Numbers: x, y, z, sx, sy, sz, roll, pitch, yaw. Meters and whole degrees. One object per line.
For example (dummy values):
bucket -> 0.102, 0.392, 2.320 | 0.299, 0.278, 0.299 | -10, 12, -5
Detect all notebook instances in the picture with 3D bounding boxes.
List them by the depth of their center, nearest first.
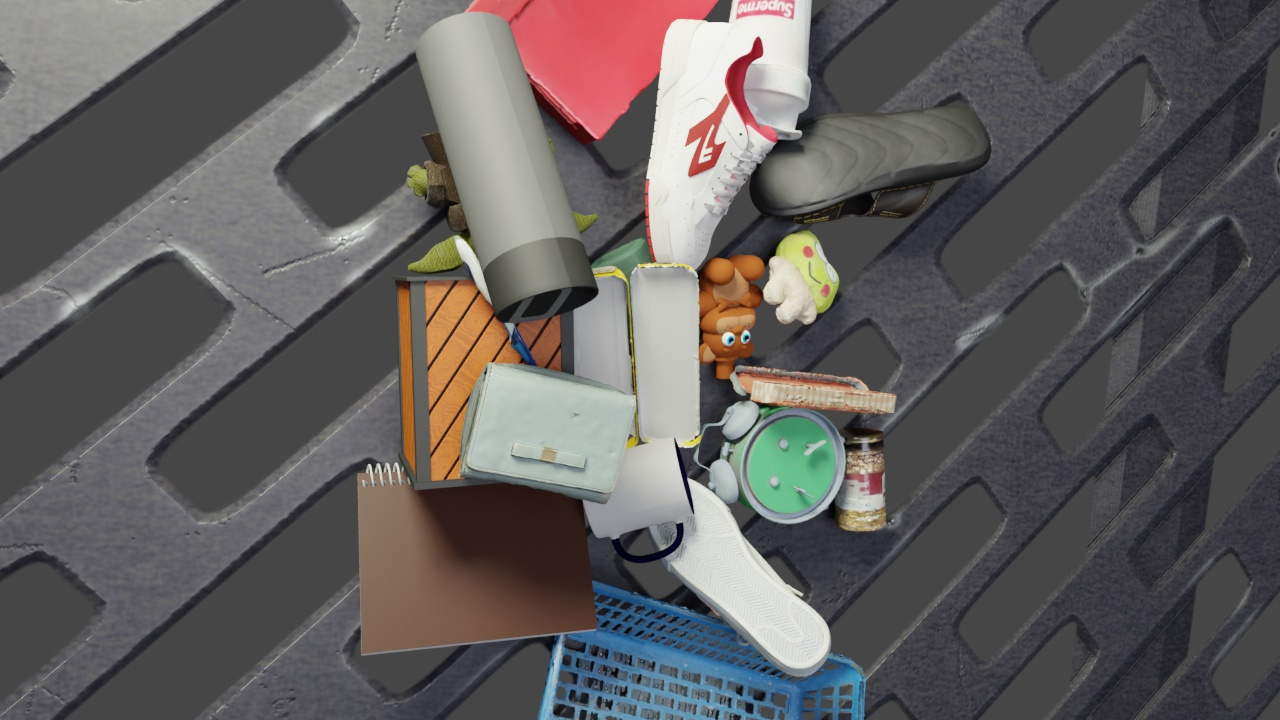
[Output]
notebook -> -0.153, 0.174, 0.854 | 0.209, 0.022, 0.171 | -1, 66, -18

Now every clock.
clock -> 0.133, 0.103, 0.964 | 0.161, 0.075, 0.122 | 14, 91, -20

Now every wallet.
wallet -> -0.074, 0.060, 0.738 | 0.131, 0.054, 0.100 | 11, 101, -17

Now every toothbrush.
toothbrush -> -0.105, -0.017, 0.748 | 0.017, 0.016, 0.189 | -29, 105, -5

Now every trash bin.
trash bin -> -0.142, 0.011, 0.822 | 0.139, 0.140, 0.172 | -3, 96, -20

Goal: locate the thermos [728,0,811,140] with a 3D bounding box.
thermos -> 0.126, -0.337, 0.913 | 0.099, 0.099, 0.220 | 6, 89, -20

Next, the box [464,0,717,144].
box -> -0.034, -0.330, 0.874 | 0.153, 0.164, 0.214 | 35, 79, 25

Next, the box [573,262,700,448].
box -> -0.005, 0.004, 0.879 | 0.129, 0.036, 0.210 | -5, 123, -2

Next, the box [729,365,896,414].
box -> 0.183, 0.033, 0.962 | 0.186, 0.083, 0.042 | 7, 94, -33

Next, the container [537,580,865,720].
container -> 0.051, 0.393, 0.916 | 0.362, 0.089, 0.256 | 22, 60, -20

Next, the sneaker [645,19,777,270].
sneaker -> 0.071, -0.190, 0.856 | 0.104, 0.090, 0.237 | 10, 102, 19

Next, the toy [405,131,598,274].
toy -> -0.139, -0.160, 0.839 | 0.179, 0.078, 0.153 | -18, 107, -16

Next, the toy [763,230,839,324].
toy -> 0.166, -0.082, 0.960 | 0.115, 0.046, 0.092 | -45, 111, -41

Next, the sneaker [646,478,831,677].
sneaker -> 0.090, 0.222, 0.924 | 0.089, 0.091, 0.242 | -38, 63, -16

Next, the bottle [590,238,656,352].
bottle -> 0.005, -0.047, 0.905 | 0.061, 0.061, 0.131 | -24, 105, 19

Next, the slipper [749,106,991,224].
slipper -> 0.240, -0.204, 0.974 | 0.267, 0.076, 0.113 | -15, 75, -8

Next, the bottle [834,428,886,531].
bottle -> 0.242, 0.131, 1.016 | 0.056, 0.056, 0.105 | -6, 97, -19

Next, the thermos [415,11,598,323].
thermos -> -0.108, -0.150, 0.732 | 0.082, 0.082, 0.240 | -15, 77, -18

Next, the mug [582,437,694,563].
mug -> 0.000, 0.140, 0.896 | 0.097, 0.078, 0.112 | -15, 81, 5

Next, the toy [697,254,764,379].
toy -> 0.089, -0.043, 0.941 | 0.094, 0.065, 0.128 | -9, 104, -27
